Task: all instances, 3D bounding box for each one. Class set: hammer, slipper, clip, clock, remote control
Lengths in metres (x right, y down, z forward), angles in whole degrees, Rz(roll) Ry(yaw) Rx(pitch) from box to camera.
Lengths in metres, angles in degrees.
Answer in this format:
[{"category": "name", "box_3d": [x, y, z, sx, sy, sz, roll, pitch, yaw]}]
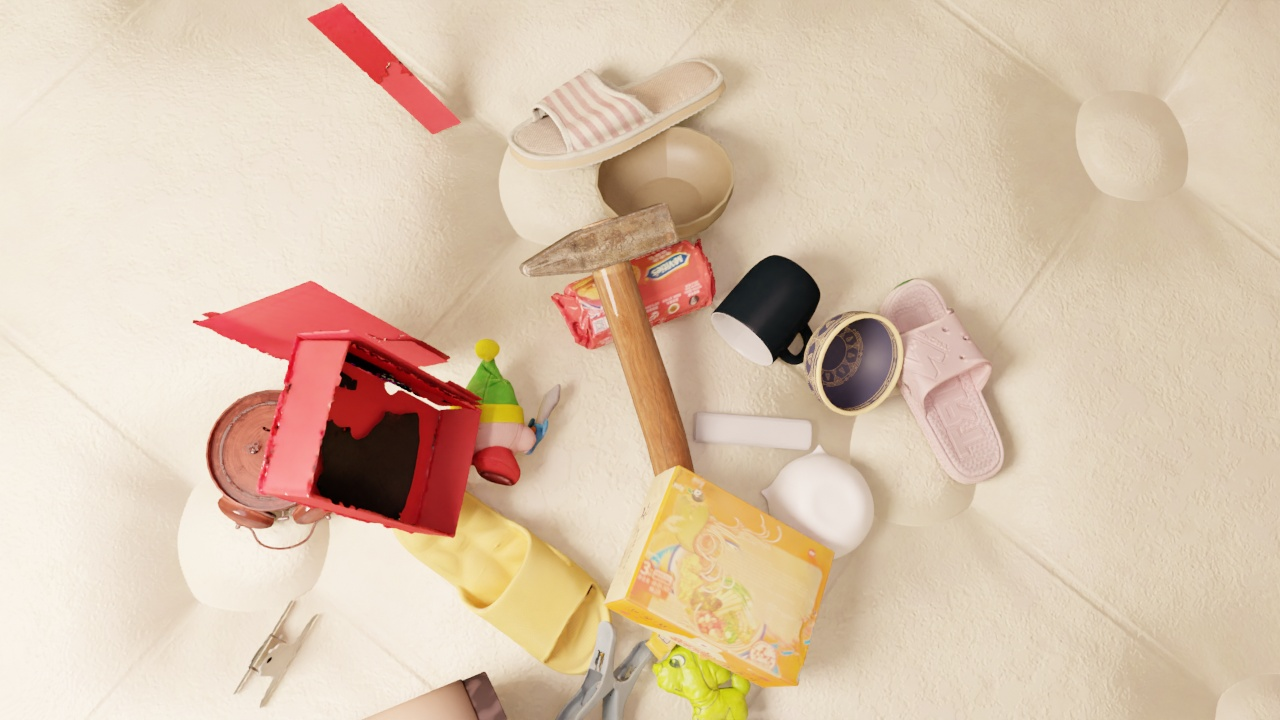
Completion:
[{"category": "hammer", "box_3d": [-0.006, 0.005, 0.941, 0.157, 0.037, 0.301, -20, 102, -10]}, {"category": "slipper", "box_3d": [-0.027, -0.288, 1.027, 0.262, 0.052, 0.115, -26, 51, -14]}, {"category": "slipper", "box_3d": [-0.134, 0.210, 0.913, 0.263, 0.078, 0.099, 37, 73, 0]}, {"category": "clip", "box_3d": [-0.053, 0.335, 0.892, 0.112, 0.028, 0.162, 40, 68, -37]}, {"category": "clock", "box_3d": [-0.359, 0.108, 0.911, 0.120, 0.072, 0.157, -5, 78, -8]}, {"category": "clip", "box_3d": [-0.354, 0.287, 0.889, 0.056, 0.056, 0.102, 36, 74, -31]}, {"category": "remote control", "box_3d": [0.123, 0.077, 1.003, 0.131, 0.012, 0.033, 5, 78, -5]}, {"category": "slipper", "box_3d": [0.337, 0.021, 1.014, 0.094, 0.064, 0.239, -20, 82, -10]}]

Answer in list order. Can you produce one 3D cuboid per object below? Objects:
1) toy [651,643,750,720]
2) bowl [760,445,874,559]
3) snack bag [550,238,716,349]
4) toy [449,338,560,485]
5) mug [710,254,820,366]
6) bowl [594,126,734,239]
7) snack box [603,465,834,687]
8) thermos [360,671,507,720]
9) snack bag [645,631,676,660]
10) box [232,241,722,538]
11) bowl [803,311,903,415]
[{"category": "toy", "box_3d": [0.063, 0.326, 0.925, 0.094, 0.036, 0.093, -8, 61, -11]}, {"category": "bowl", "box_3d": [0.198, 0.154, 0.976, 0.114, 0.051, 0.114, 1, 78, -6]}, {"category": "snack bag", "box_3d": [-0.003, -0.069, 0.991, 0.176, 0.082, 0.082, -21, 81, -10]}, {"category": "toy", "box_3d": [-0.152, 0.055, 0.938, 0.124, 0.097, 0.131, 6, 58, 4]}, {"category": "mug", "box_3d": [0.150, -0.044, 1.004, 0.094, 0.085, 0.121, -49, 115, -13]}, {"category": "bowl", "box_3d": [0.028, -0.187, 1.015, 0.152, 0.050, 0.152, -2, 58, 4]}, {"category": "snack box", "box_3d": [0.077, 0.218, 0.912, 0.195, 0.081, 0.144, 30, 61, -12]}, {"category": "thermos", "box_3d": [-0.219, 0.392, 0.825, 0.225, 0.173, 0.172, -23, 81, -17]}, {"category": "snack bag", "box_3d": [0.044, 0.262, 0.943, 0.026, 0.020, 0.099, 45, 64, -1]}, {"category": "box", "box_3d": [-0.125, 0.046, 0.769, 0.352, 0.217, 0.197, -1, 71, 22]}, {"category": "bowl", "box_3d": [0.222, -0.002, 1.001, 0.112, 0.061, 0.112, -8, 109, -24]}]
